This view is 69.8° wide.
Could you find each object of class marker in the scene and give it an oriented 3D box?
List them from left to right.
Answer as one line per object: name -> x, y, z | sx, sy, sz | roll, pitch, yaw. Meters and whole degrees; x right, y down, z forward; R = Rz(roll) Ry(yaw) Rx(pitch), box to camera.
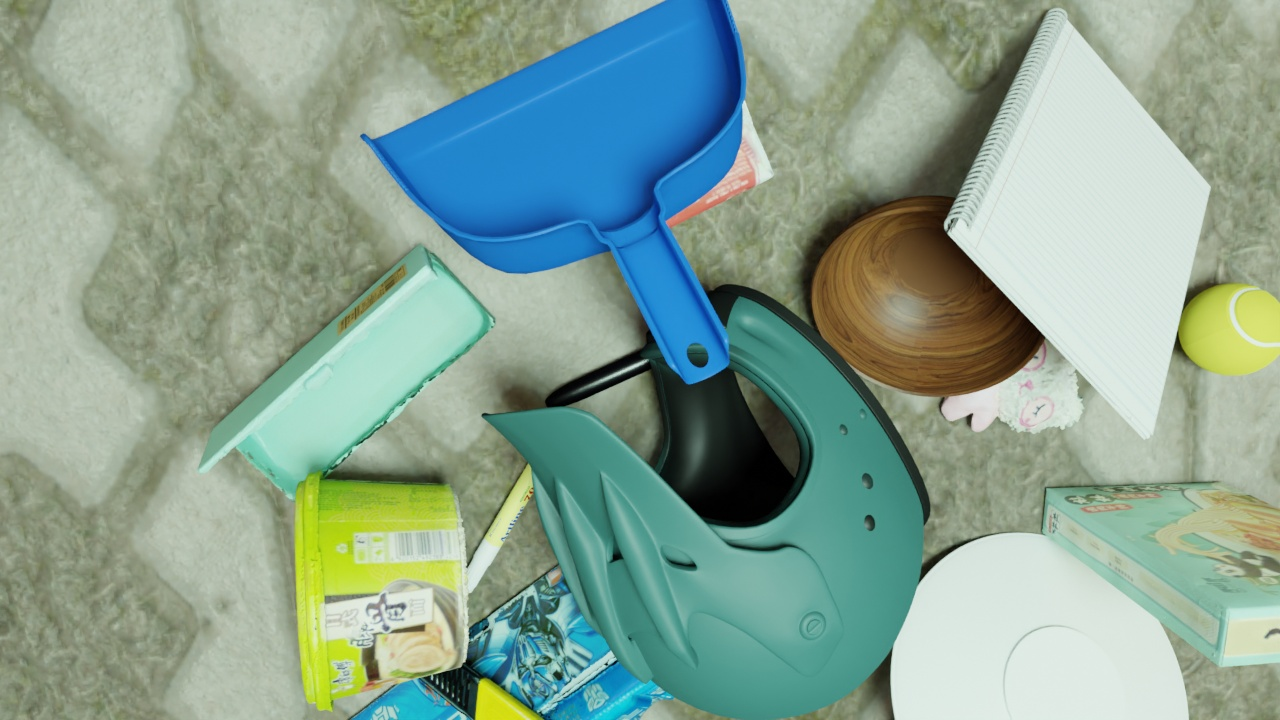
marker -> -0.091, 0.106, 0.645 | 0.014, 0.014, 0.132 | 30, 96, -10
marker -> -0.004, 0.004, 0.632 | 0.134, 0.018, 0.015 | -24, 122, -1

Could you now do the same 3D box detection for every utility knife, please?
utility knife -> -0.123, 0.216, 0.618 | 0.172, 0.020, 0.028 | 29, 80, 23

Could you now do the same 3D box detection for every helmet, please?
helmet -> 0.044, 0.094, 0.552 | 0.199, 0.177, 0.275 | -44, 108, -28

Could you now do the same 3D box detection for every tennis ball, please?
tennis ball -> 0.417, -0.022, 0.647 | 0.065, 0.065, 0.065 | -1, 101, -6

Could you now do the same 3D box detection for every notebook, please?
notebook -> 0.285, -0.098, 0.573 | 0.178, 0.013, 0.244 | 42, 56, -12

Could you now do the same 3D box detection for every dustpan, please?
dustpan -> -0.016, -0.096, 0.525 | 0.245, 0.059, 0.257 | -26, 69, -1

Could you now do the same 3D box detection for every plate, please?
plate -> 0.291, 0.234, 0.646 | 0.229, 0.030, 0.229 | 3, 71, -9

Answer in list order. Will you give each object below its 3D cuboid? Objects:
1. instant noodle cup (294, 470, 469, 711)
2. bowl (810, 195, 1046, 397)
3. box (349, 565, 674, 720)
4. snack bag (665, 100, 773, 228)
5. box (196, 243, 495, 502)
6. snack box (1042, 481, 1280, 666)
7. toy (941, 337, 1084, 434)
instant noodle cup -> -0.164, 0.141, 0.585 | 0.097, 0.146, 0.146 | -3, 101, -17
bowl -> 0.193, -0.053, 0.607 | 0.147, 0.068, 0.147 | 14, 133, 15
box -> -0.091, 0.247, 0.661 | 0.243, 0.094, 0.115 | -37, 61, 1
snack bag -> 0.021, -0.130, 0.601 | 0.116, 0.036, 0.077 | -26, 101, 0
box -> -0.185, 0.014, 0.579 | 0.188, 0.093, 0.077 | -40, 101, 2
snack box -> 0.384, 0.133, 0.607 | 0.141, 0.193, 0.044 | -2, 103, -5
toy -> 0.265, 0.014, 0.653 | 0.109, 0.041, 0.096 | -10, 103, 2
